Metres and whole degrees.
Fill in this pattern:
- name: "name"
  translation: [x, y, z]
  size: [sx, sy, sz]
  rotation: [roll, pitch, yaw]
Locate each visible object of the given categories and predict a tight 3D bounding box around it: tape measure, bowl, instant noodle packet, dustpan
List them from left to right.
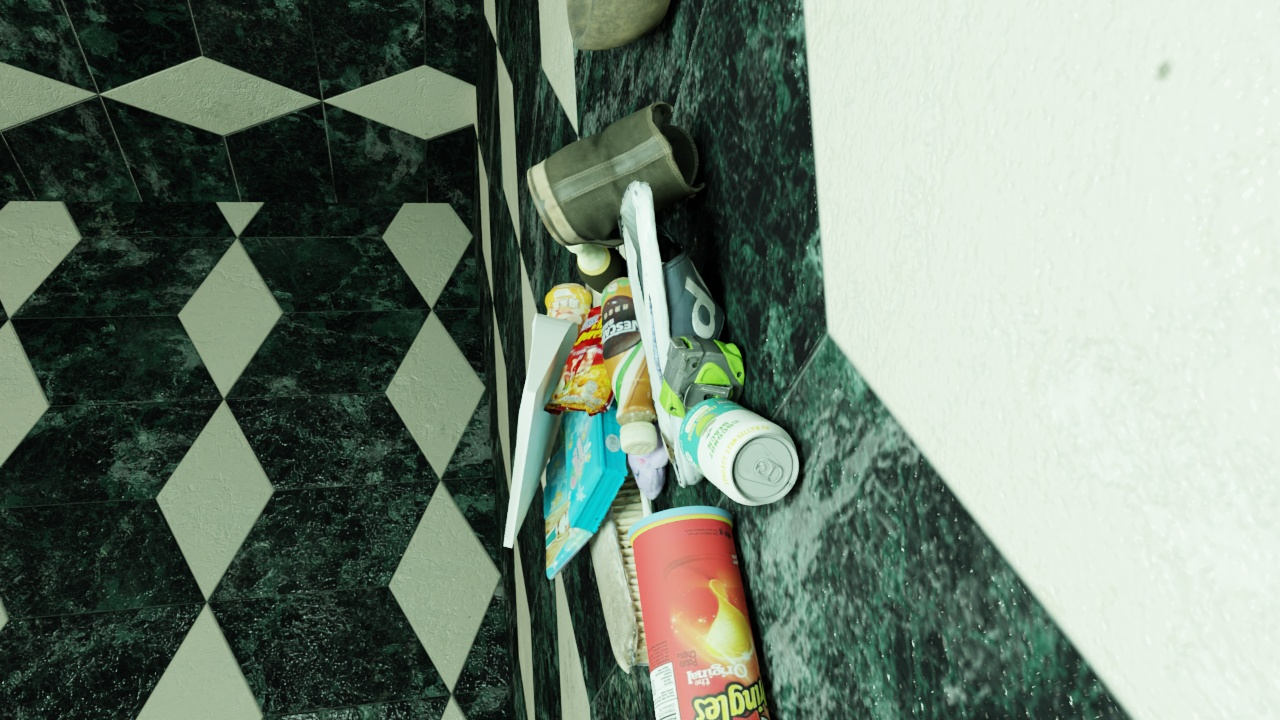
- name: "dustpan"
  translation: [-0.126, 0.052, 1.038]
  size: [0.257, 0.053, 0.192]
  rotation: [-73, -5, -63]
- name: "instant noodle packet"
  translation: [-0.044, -0.002, 0.937]
  size: [0.099, 0.039, 0.135]
  rotation: [-9, 53, 62]
- name: "bowl"
  translation: [-0.017, -0.350, 0.786]
  size: [0.162, 0.070, 0.162]
  rotation: [177, 91, -76]
- name: "tape measure"
  translation: [0.046, 0.017, 0.667]
  size: [0.036, 0.058, 0.066]
  rotation: [-122, 36, -55]

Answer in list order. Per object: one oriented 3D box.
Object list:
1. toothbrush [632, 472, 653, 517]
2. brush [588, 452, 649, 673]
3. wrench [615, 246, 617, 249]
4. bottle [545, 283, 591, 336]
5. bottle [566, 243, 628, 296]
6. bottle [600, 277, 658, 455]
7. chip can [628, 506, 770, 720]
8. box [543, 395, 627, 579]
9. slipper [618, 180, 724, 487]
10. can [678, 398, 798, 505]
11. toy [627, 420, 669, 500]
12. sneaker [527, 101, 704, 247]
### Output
- name: "toothbrush"
  translation: [0.017, 0.187, 0.884]
  size: [0.026, 0.027, 0.222]
  rotation: [65, -171, -48]
- name: "brush"
  translation: [-0.019, 0.197, 0.960]
  size: [0.270, 0.056, 0.083]
  rotation: [-107, 25, -48]
- name: "wrench"
  translation: [-0.028, -0.093, 1.054]
  size: [0.070, 0.010, 0.273]
  rotation: [122, 143, -66]
- name: "bottle"
  translation: [-0.092, -0.044, 1.212]
  size: [0.063, 0.063, 0.109]
  rotation: [133, 133, -71]
- name: "bottle"
  translation: [-0.042, -0.096, 0.889]
  size: [0.184, 0.045, 0.045]
  rotation: [36, -131, -76]
- name: "bottle"
  translation: [-0.005, 0.005, 0.844]
  size: [0.059, 0.059, 0.166]
  rotation: [113, 157, -60]
- name: "chip can"
  translation: [0.045, 0.218, 0.650]
  size: [0.087, 0.087, 0.213]
  rotation: [109, 155, -56]
- name: "box"
  translation: [-0.067, 0.101, 1.002]
  size: [0.226, 0.039, 0.182]
  rotation: [-98, 30, -51]
- name: "slipper"
  translation: [0.032, -0.021, 0.723]
  size: [0.111, 0.063, 0.264]
  rotation: [-111, 11, -61]
- name: "can"
  translation: [0.064, 0.059, 0.610]
  size: [0.101, 0.055, 0.055]
  rotation: [-149, 58, -74]
- name: "toy"
  translation: [0.010, 0.085, 0.871]
  size: [0.080, 0.036, 0.100]
  rotation: [-108, 23, -50]
- name: "sneaker"
  translation: [-0.003, -0.162, 0.800]
  size: [0.095, 0.120, 0.234]
  rotation: [68, -163, 0]
